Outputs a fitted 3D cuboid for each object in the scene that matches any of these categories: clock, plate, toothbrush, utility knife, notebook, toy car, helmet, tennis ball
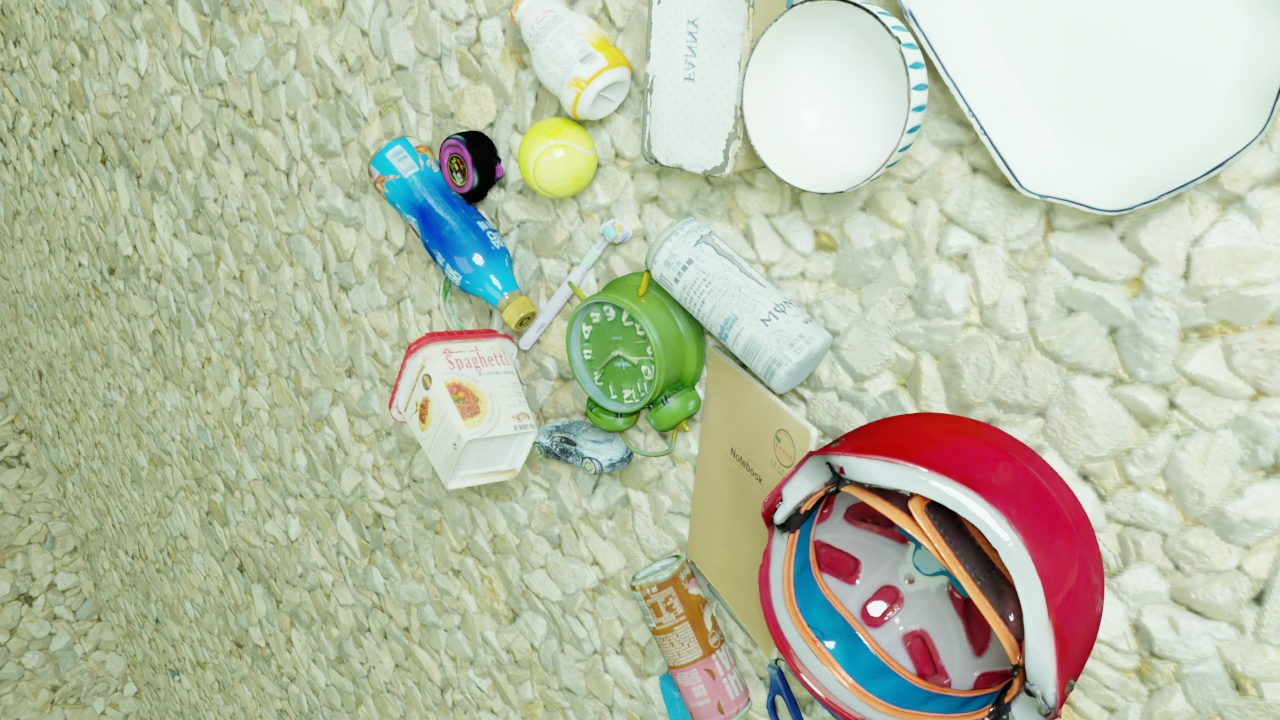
[{"bbox_3d":[-0.005,0.004,0.771,0.116,0.056,0.161,-3,105,43],"label":"clock"},{"bbox_3d":[0.232,-0.210,0.494,0.162,0.034,0.265,-35,83,44],"label":"plate"},{"bbox_3d":[-0.065,-0.062,0.824,0.190,0.029,0.021,-46,35,43],"label":"toothbrush"},{"bbox_3d":[0.056,0.397,0.900,0.034,0.018,0.188,-5,104,54],"label":"utility knife"},{"bbox_3d":[0.081,0.111,0.730,0.148,0.008,0.208,-135,44,-53],"label":"notebook"},{"bbox_3d":[-0.054,0.076,0.848,0.106,0.048,0.031,13,119,37],"label":"toy car"},{"bbox_3d":[0.191,0.134,0.597,0.207,0.143,0.241,46,145,19],"label":"helmet"},{"bbox_3d":[-0.068,-0.166,0.752,0.065,0.065,0.065,17,117,36],"label":"tennis ball"}]

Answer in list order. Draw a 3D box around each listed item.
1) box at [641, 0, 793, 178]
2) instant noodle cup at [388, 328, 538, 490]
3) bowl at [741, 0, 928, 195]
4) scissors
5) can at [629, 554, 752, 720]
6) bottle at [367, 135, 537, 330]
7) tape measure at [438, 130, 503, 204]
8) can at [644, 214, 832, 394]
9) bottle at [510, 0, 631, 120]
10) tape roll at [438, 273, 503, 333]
[{"bbox_3d":[0.052,-0.222,0.631,0.090,0.061,0.184,22,118,33],"label":"box"},{"bbox_3d":[-0.163,0.047,0.871,0.124,0.116,0.117,57,136,31],"label":"instant noodle cup"},{"bbox_3d":[0.129,-0.168,0.579,0.117,0.066,0.116,18,118,36],"label":"bowl"},{"bbox_3d":[0.119,0.264,0.798,0.163,0.012,0.161,23,120,34],"label":"scissors"},{"bbox_3d":[0.045,0.252,0.824,0.058,0.057,0.147,-26,89,44],"label":"can"},{"bbox_3d":[-0.172,-0.117,0.864,0.218,0.065,0.065,49,132,14],"label":"bottle"},{"bbox_3d":[-0.155,-0.181,0.841,0.057,0.039,0.058,49,136,16],"label":"tape measure"},{"bbox_3d":[0.071,-0.043,0.684,0.146,0.058,0.058,45,130,19],"label":"can"},{"bbox_3d":[-0.057,-0.241,0.714,0.108,0.063,0.063,51,132,13],"label":"bottle"},{"bbox_3d":[-0.170,-0.059,0.919,0.086,0.013,0.086,17,117,36],"label":"tape roll"}]
